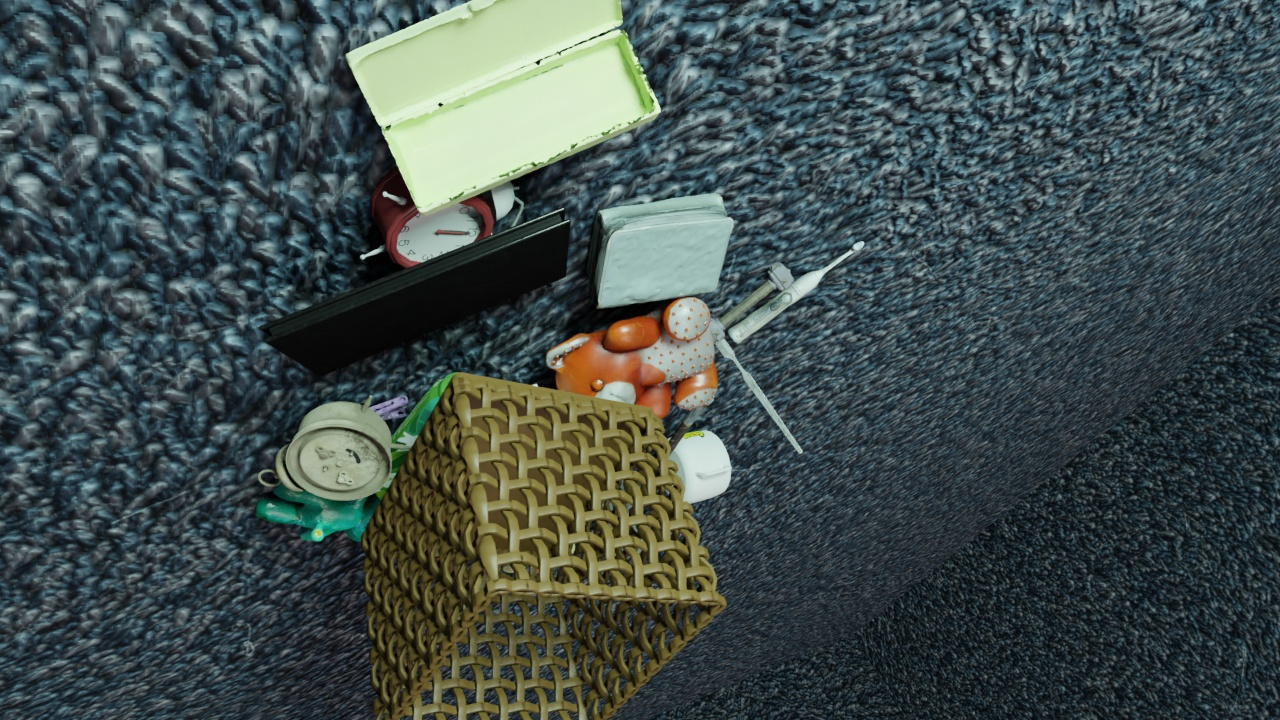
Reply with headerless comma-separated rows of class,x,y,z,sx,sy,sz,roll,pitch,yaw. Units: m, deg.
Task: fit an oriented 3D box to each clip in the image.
clip,-0.247,0.047,0.894,0.050,0.014,0.046,7,136,-50

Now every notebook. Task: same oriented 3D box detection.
notebook,-0.167,-0.049,0.737,0.231,0.019,0.169,-23,174,-9

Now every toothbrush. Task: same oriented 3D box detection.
toothbrush,0.181,-0.080,1.066,0.186,0.022,0.024,-36,170,15
toothbrush,0.131,0.036,1.041,0.010,0.181,0.010,5,131,-42

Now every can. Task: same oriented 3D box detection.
can,-0.203,0.085,0.919,0.083,0.083,0.144,7,135,-48

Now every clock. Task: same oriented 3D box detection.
clock,-0.295,0.087,0.860,0.141,0.054,0.093,-21,127,9
clock,-0.148,-0.108,0.697,0.124,0.044,0.087,-3,142,-37

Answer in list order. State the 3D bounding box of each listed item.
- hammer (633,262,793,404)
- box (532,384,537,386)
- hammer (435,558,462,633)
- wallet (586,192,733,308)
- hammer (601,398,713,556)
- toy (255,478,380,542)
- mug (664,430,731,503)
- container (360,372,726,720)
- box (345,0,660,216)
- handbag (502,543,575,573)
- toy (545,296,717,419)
hammer,0.039,-0.004,1.025,0.317,0.028,0.147,-39,119,5
box,-0.084,0.092,0.980,0.160,0.091,0.081,44,138,-20
hammer,-0.213,0.180,1.069,0.040,0.129,0.323,1,133,-18
wallet,0.015,-0.102,0.851,0.131,0.054,0.101,-13,137,-26
hammer,0.021,0.137,1.191,0.044,0.098,0.323,-8,145,-34
toy,-0.308,0.165,0.976,0.193,0.072,0.131,21,125,-44
mug,0.077,0.146,1.247,0.068,0.094,0.116,-11,-176,-28
container,-0.104,0.186,0.838,0.219,0.214,0.252,12,131,-32
box,-0.089,-0.188,0.624,0.188,0.061,0.133,-27,129,-7
handbag,-0.133,0.199,1.117,0.112,0.123,0.172,-17,164,-12
toy,-0.005,0.005,0.949,0.172,0.092,0.164,-17,145,-1
